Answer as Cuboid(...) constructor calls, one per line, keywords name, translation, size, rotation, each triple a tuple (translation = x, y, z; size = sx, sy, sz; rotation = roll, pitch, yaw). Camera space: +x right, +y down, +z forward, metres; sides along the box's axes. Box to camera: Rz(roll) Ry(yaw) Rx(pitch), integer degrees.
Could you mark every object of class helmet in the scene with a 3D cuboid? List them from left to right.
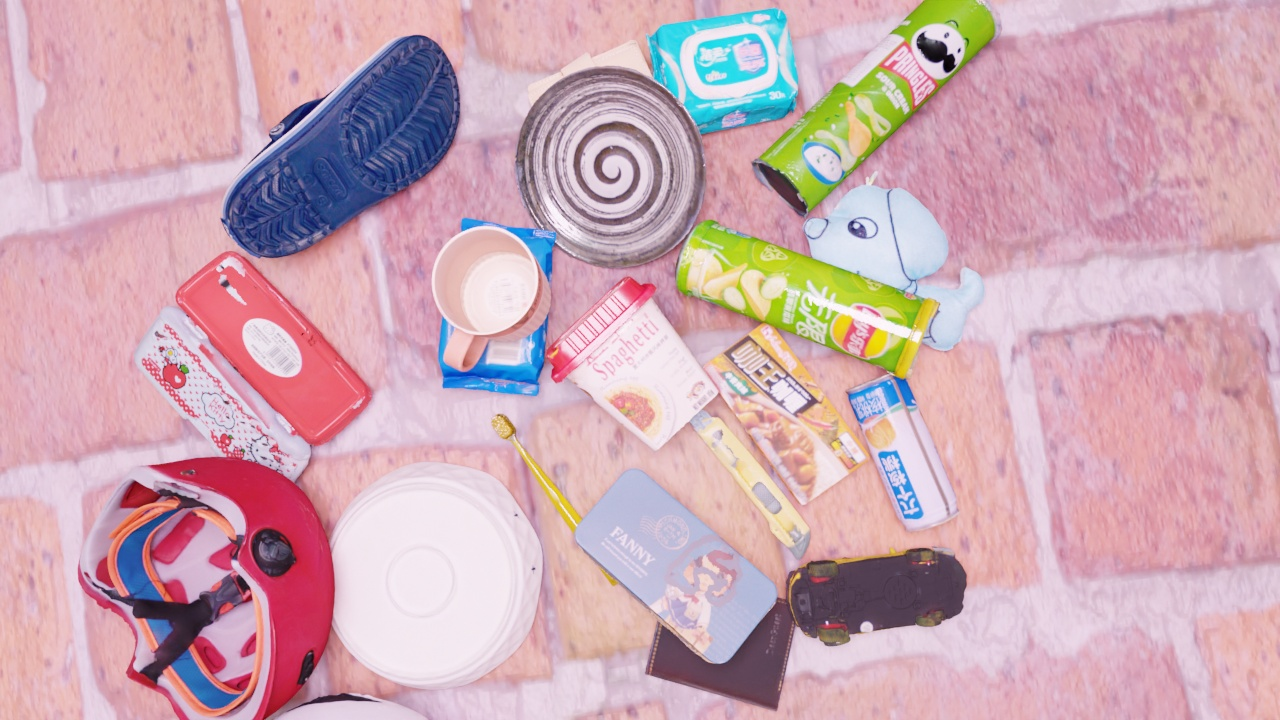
Cuboid(name="helmet", translation=(-0.338, 0.188, 0.775), size=(0.207, 0.143, 0.240), rotation=(-44, 76, 27))
Cuboid(name="helmet", translation=(-0.259, 0.374, 0.757), size=(0.258, 0.146, 0.229), rotation=(-47, 121, 0))

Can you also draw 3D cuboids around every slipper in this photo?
Cuboid(name="slipper", translation=(-0.271, -0.191, 0.835), size=(0.252, 0.105, 0.095), rotation=(-47, 43, -14))

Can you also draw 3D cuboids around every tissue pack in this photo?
Cuboid(name="tissue pack", translation=(-0.129, -0.048, 0.833), size=(0.095, 0.052, 0.157), rotation=(6, 87, 2))
Cuboid(name="tissue pack", translation=(0.073, -0.259, 0.827), size=(0.133, 0.050, 0.093), rotation=(-13, 85, -7))

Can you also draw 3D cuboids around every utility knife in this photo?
Cuboid(name="utility knife", translation=(0.099, 0.107, 0.831), size=(0.031, 0.018, 0.167), rotation=(-39, 81, -6))

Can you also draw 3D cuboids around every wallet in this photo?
Cuboid(name="wallet", translation=(-0.042, -0.244, 0.855), size=(0.115, 0.024, 0.087), rotation=(-25, 84, 3))
Cuboid(name="wallet", translation=(0.073, 0.249, 0.819), size=(0.122, 0.020, 0.096), rotation=(14, 84, 3))

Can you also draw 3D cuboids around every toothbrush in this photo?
Cuboid(name="toothbrush", translation=(-0.077, 0.126, 0.836), size=(0.016, 0.016, 0.190), rotation=(-37, 85, 1))

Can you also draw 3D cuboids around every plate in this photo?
Cuboid(name="plate", translation=(-0.191, 0.195, 0.826), size=(0.205, 0.045, 0.204), rotation=(0, 86, 4))
Cuboid(name="plate", translation=(-0.027, -0.171, 0.824), size=(0.179, 0.024, 0.180), rotation=(5, 112, 13))

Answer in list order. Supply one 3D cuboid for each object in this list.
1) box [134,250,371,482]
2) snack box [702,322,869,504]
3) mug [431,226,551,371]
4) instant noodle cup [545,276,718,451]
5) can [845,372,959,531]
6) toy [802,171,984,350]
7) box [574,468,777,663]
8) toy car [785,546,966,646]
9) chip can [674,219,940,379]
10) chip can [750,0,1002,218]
Cuboid(name="box", translation=(-0.363, 0.014, 0.846), size=(0.201, 0.059, 0.161), rotation=(45, 94, 6))
Cuboid(name="snack box", translation=(0.129, 0.047, 0.824), size=(0.075, 0.026, 0.153), rotation=(-36, 85, 0))
Cuboid(name="mug", translation=(-0.124, -0.044, 0.752), size=(0.081, 0.106, 0.114), rotation=(25, 88, 3))
Cuboid(name="instant noodle cup", translation=(-0.005, 0.005, 0.798), size=(0.116, 0.116, 0.124), rotation=(-44, 96, 0))
Cuboid(name="can", translation=(0.229, 0.078, 0.802), size=(0.053, 0.053, 0.134), rotation=(-22, 85, 2))
Cuboid(name="toy", translation=(0.224, -0.088, 0.815), size=(0.161, 0.049, 0.156), rotation=(2, 94, 5))
Cuboid(name="box", translation=(0.024, 0.174, 0.793), size=(0.184, 0.062, 0.089), rotation=(38, 75, 7))
Cuboid(name="toy car", translation=(0.206, 0.203, 0.801), size=(0.156, 0.041, 0.071), rotation=(-8, 86, -1))
Cuboid(name="chip can", translation=(0.138, -0.056, 0.790), size=(0.221, 0.072, 0.072), rotation=(22, 88, 15))
Cuboid(name="chip can", translation=(0.207, -0.232, 0.815), size=(0.236, 0.072, 0.072), rotation=(-43, 85, 1))
